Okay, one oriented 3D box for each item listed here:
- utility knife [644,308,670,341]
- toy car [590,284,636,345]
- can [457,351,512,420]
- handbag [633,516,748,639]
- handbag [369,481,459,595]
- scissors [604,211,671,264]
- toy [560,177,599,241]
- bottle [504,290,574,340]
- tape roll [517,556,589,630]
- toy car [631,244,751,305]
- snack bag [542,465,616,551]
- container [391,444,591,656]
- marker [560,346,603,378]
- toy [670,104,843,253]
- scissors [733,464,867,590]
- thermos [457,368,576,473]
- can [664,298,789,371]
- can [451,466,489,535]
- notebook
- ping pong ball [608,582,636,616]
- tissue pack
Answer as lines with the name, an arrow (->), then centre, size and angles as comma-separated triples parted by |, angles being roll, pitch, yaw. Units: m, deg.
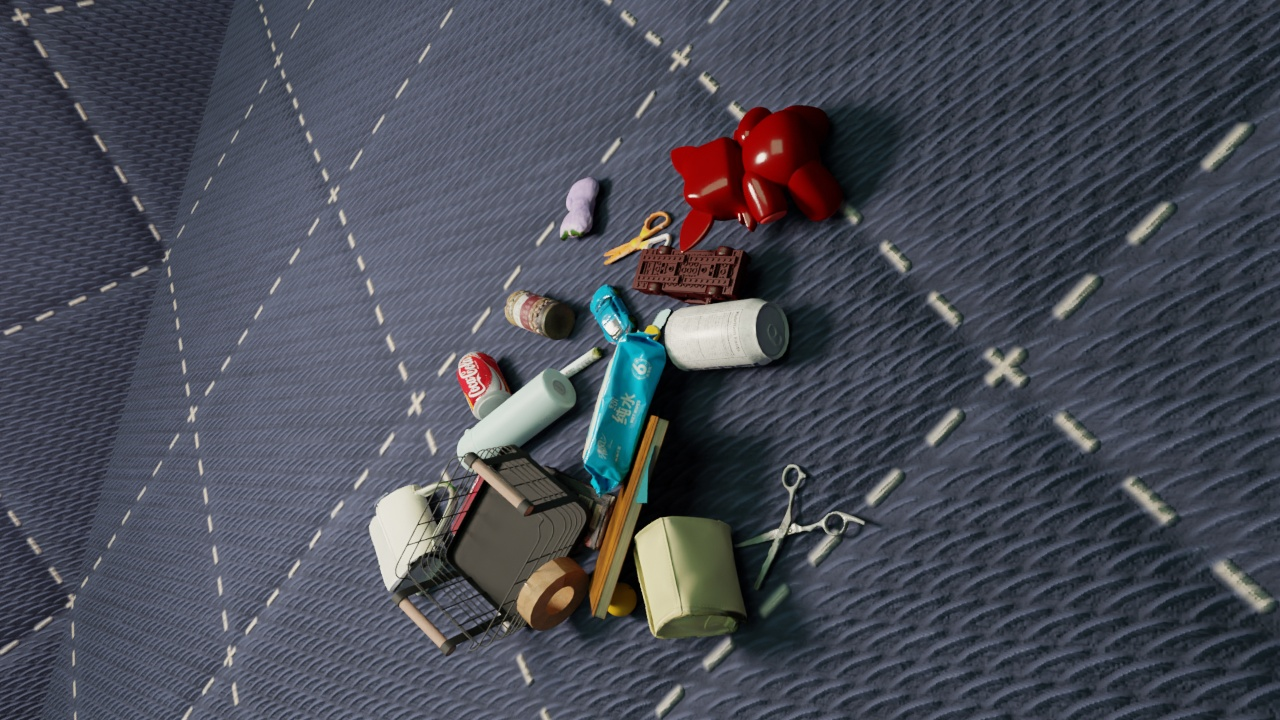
utility knife -> -0.007, 0.007, 1.219 | 0.030, 0.017, 0.175 | 33, 99, 41
toy car -> -0.042, -0.065, 1.270 | 0.048, 0.032, 0.105 | -47, 46, 22
can -> -0.238, 0.038, 1.398 | 0.064, 0.064, 0.104 | -49, 47, 19
handbag -> 0.058, 0.240, 1.000 | 0.081, 0.111, 0.119 | -47, 44, 41
handbag -> -0.345, 0.253, 1.414 | 0.176, 0.074, 0.151 | -49, 47, 19
scissors -> -0.006, -0.156, 1.284 | 0.132, 0.012, 0.073 | -28, 56, 33
toy -> -0.093, -0.225, 1.378 | 0.080, 0.036, 0.099 | -8, 64, 53
bottle -> -0.150, -0.068, 1.358 | 0.105, 0.056, 0.056 | 20, 89, 47
tape roll -> -0.109, 0.293, 1.152 | 0.027, 0.094, 0.094 | 36, 101, 35
toy car -> 0.070, -0.105, 1.153 | 0.170, 0.061, 0.070 | 8, 81, 45
snack bag -> -0.095, 0.196, 1.232 | 0.155, 0.018, 0.074 | 16, 87, 47
container -> -0.196, 0.239, 1.183 | 0.163, 0.130, 0.242 | 37, 109, 22
marker -> -0.108, 0.020, 1.313 | 0.147, 0.017, 0.017 | -32, 55, 32
toy -> 0.131, -0.222, 1.099 | 0.198, 0.120, 0.158 | -18, 65, 28
scissors -> 0.167, 0.182, 0.984 | 0.172, 0.014, 0.141 | -3, 71, 48
thermos -> -0.183, 0.092, 1.324 | 0.207, 0.065, 0.077 | -37, 54, 28
can -> 0.100, -0.029, 1.084 | 0.136, 0.078, 0.078 | -5, 71, 43
can -> -0.221, 0.211, 1.316 | 0.063, 0.063, 0.114 | 35, 100, 45
notebook -> -0.014, 0.170, 1.089 | 0.178, 0.014, 0.249 | 160, 128, -85
ping pong ball -> -0.024, 0.290, 1.112 | 0.040, 0.040, 0.040 | -18, 63, 39
tissue pack -> -0.024, 0.063, 1.149 | 0.117, 0.066, 0.209 | -152, 80, -86
